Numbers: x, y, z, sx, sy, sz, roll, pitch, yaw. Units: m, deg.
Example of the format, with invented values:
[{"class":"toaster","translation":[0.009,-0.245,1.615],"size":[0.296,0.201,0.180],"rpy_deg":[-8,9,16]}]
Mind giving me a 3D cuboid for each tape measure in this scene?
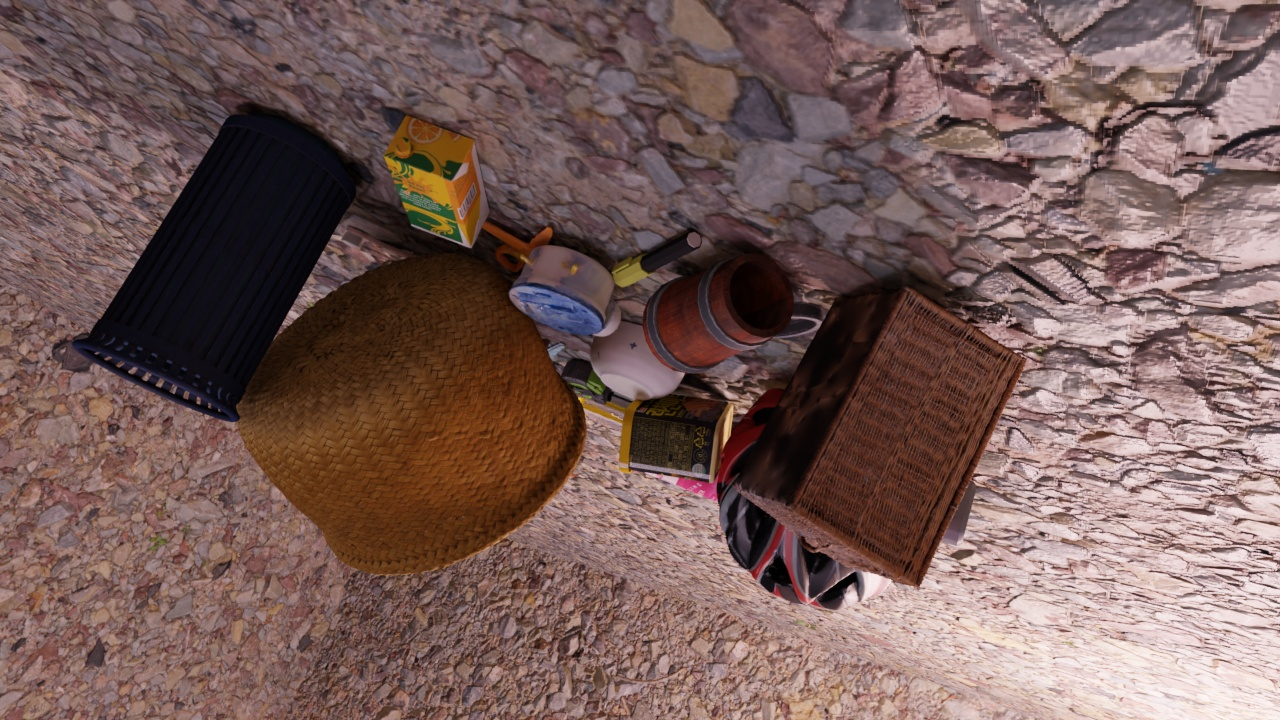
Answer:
[{"class":"tape measure","translation":[-0.069,0.028,1.123],"size":[0.059,0.035,0.066],"rpy_deg":[17,161,18]}]

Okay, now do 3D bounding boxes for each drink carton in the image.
[{"class":"drink carton","translation":[-0.165,-0.146,0.756],"size":[0.058,0.041,0.123],"rpy_deg":[21,162,4]}]

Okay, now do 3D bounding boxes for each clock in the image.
[{"class":"clock","translation":[-0.066,-0.056,0.836],"size":[0.089,0.051,0.125],"rpy_deg":[13,160,20]}]

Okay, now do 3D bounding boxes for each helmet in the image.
[{"class":"helmet","translation":[0.176,0.153,0.932],"size":[0.217,0.166,0.272],"rpy_deg":[23,145,23]}]

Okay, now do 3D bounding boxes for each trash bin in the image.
[{"class":"trash bin","translation":[-0.361,-0.087,0.810],"size":[0.139,0.249,0.139],"rpy_deg":[20,161,7]}]

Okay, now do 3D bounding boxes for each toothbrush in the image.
[{"class":"toothbrush","translation":[-0.236,-0.103,0.988],"size":[0.181,0.018,0.016],"rpy_deg":[22,161,0]}]

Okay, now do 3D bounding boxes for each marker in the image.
[{"class":"marker","translation":[0.011,-0.084,0.760],"size":[0.021,0.017,0.124],"rpy_deg":[29,159,-21]}]

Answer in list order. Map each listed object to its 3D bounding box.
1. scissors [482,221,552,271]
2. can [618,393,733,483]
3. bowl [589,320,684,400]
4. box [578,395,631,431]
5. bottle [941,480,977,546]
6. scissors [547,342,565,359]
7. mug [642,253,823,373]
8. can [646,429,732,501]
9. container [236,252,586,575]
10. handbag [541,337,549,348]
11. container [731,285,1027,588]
[{"class":"scissors","translation":[-0.096,-0.100,0.849],"size":[0.128,0.011,0.125],"rpy_deg":[25,161,-14]},{"class":"can","translation":[0.042,0.081,1.004],"size":[0.101,0.072,0.130],"rpy_deg":[8,-168,11]},{"class":"bowl","translation":[-0.006,0.006,0.969],"size":[0.105,0.054,0.105],"rpy_deg":[20,163,6]},{"class":"box","translation":[0.012,0.093,1.236],"size":[0.209,0.023,0.127],"rpy_deg":[21,165,2]},{"class":"bottle","translation":[0.275,0.144,0.998],"size":[0.161,0.072,0.046],"rpy_deg":[15,143,22]},{"class":"scissors","translation":[-0.118,-0.006,1.132],"size":[0.056,0.015,0.137],"rpy_deg":[27,155,-17]},{"class":"mug","translation":[0.078,-0.035,0.745],"size":[0.117,0.081,0.111],"rpy_deg":[12,164,-27]},{"class":"can","translation":[0.077,0.119,1.125],"size":[0.166,0.088,0.088],"rpy_deg":[22,161,2]},{"class":"container","translation":[-0.225,0.037,0.893],"size":[0.308,0.306,0.197],"rpy_deg":[6,136,39]},{"class":"handbag","translation":[-0.158,-0.022,1.115],"size":[0.120,0.029,0.055],"rpy_deg":[2,147,34]},{"class":"container","translation":[0.171,0.051,0.675],"size":[0.112,0.198,0.114],"rpy_deg":[32,171,-13]}]
